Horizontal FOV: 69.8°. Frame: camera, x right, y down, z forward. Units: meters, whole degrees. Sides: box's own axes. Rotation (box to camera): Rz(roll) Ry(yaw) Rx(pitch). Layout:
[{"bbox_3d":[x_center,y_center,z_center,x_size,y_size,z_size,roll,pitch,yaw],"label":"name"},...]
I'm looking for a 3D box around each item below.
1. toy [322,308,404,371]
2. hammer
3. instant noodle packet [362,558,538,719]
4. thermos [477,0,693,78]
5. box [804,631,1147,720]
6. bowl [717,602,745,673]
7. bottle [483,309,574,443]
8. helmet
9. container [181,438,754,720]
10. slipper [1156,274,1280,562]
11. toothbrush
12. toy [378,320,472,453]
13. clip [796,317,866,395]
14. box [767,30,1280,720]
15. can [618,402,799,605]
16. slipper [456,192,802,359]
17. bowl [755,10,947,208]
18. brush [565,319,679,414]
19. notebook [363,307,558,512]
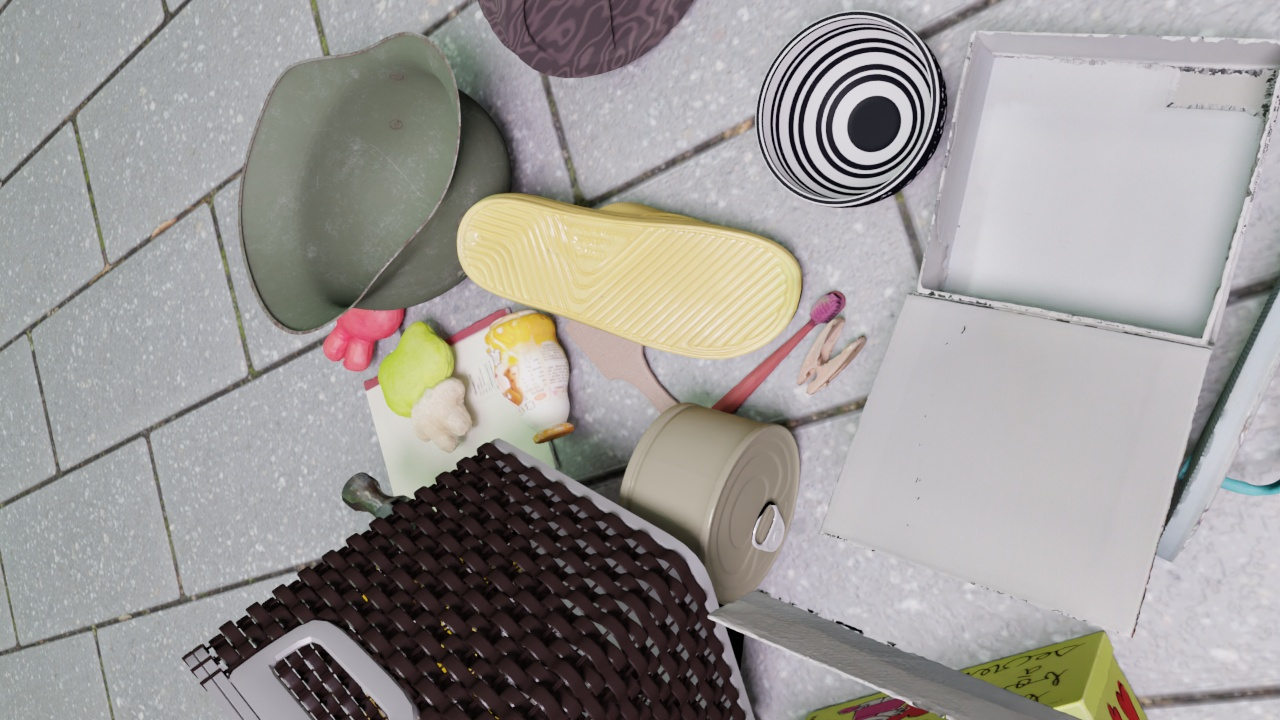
[{"bbox_3d":[-0.269,-0.053,0.896,0.091,0.045,0.135,37,107,28],"label":"toy"},{"bbox_3d":[-0.222,0.266,0.812,0.132,0.033,0.331,25,117,24],"label":"hammer"},{"bbox_3d":[-0.169,0.290,0.845,0.163,0.084,0.221,-1,99,33],"label":"instant noodle packet"},{"bbox_3d":[-0.072,-0.349,0.677,0.173,0.172,0.226,-42,65,28],"label":"thermos"},{"bbox_3d":[0.192,0.248,0.568,0.222,0.124,0.079,-34,77,32],"label":"box"},{"bbox_3d":[0.041,0.193,0.691,0.124,0.052,0.124,35,149,25],"label":"bowl"},{"bbox_3d":[-0.089,0.014,0.770,0.063,0.063,0.109,-28,78,32],"label":"bottle"},{"bbox_3d":[-0.202,-0.143,0.778,0.269,0.153,0.227,-41,64,31],"label":"helmet"},{"bbox_3d":[-0.095,0.235,0.618,0.248,0.243,0.246,22,142,41],"label":"container"},{"bbox_3d":[0.337,-0.008,0.464,0.055,0.098,0.269,25,106,31],"label":"slipper"},{"bbox_3d":[0.081,0.016,0.684,0.190,0.016,0.016,-47,70,27],"label":"toothbrush"},{"bbox_3d":[-0.193,0.028,0.840,0.092,0.043,0.118,-46,71,24],"label":"toy"},{"bbox_3d":[0.127,-0.007,0.648,0.045,0.025,0.061,52,122,19],"label":"clip"},{"bbox_3d":[0.219,0.015,0.520,0.166,0.108,0.418,15,87,32],"label":"box"},{"bbox_3d":[0.050,0.098,0.646,0.073,0.127,0.128,15,102,34],"label":"can"},{"bbox_3d":[-0.009,-0.069,0.699,0.263,0.078,0.099,14,104,11],"label":"slipper"},{"bbox_3d":[0.143,-0.158,0.599,0.120,0.066,0.120,3,95,34],"label":"bowl"},{"bbox_3d":[-0.004,0.004,0.745,0.135,0.015,0.050,48,118,15],"label":"brush"},{"bbox_3d":[-0.176,0.057,0.863,0.209,0.012,0.153,-23,80,32],"label":"notebook"}]
